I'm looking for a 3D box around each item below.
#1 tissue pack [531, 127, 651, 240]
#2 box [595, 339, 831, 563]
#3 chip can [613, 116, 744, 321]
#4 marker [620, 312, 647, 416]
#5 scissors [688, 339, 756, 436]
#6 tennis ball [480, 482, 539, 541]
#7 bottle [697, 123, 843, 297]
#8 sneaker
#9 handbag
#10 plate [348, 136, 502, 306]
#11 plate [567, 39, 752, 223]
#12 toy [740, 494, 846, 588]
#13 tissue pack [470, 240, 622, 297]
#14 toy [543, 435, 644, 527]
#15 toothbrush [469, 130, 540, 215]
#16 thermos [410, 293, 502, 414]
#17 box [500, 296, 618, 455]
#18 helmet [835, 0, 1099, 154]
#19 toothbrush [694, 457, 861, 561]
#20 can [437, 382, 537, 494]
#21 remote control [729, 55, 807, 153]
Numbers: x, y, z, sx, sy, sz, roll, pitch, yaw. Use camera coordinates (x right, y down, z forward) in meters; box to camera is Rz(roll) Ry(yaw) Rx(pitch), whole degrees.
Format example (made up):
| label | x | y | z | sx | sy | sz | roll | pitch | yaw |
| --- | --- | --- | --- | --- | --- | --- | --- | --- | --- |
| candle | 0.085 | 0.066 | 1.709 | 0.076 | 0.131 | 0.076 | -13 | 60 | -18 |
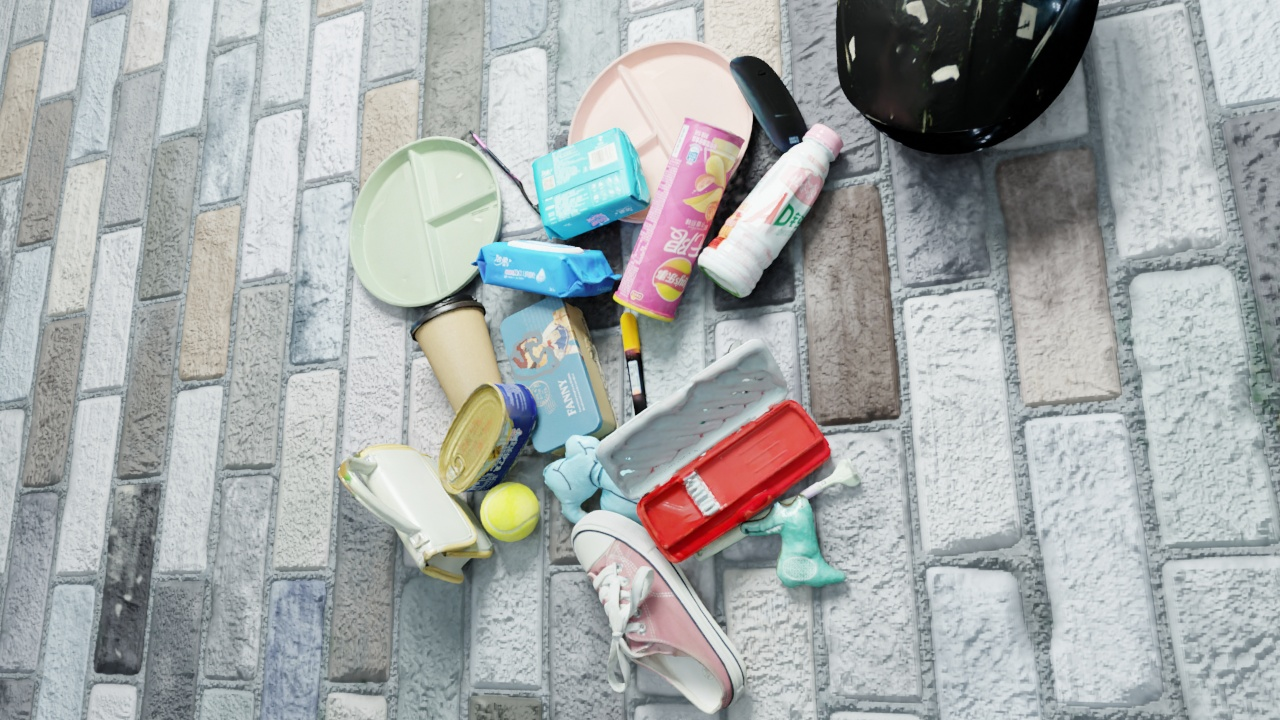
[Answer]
| label | x | y | z | sx | sy | sz | roll | pitch | yaw |
| --- | --- | --- | --- | --- | --- | --- | --- | --- | --- |
| tissue pack | -0.061 | -0.200 | 1.049 | 0.134 | 0.050 | 0.093 | -16 | 73 | 19 |
| box | 0.073 | 0.090 | 0.912 | 0.201 | 0.063 | 0.160 | -34 | 97 | -4 |
| chip can | 0.042 | -0.151 | 0.990 | 0.071 | 0.071 | 0.211 | 27 | 101 | 26 |
| marker | -0.006 | 0.006 | 1.029 | 0.018 | 0.015 | 0.123 | -13 | 75 | 21 |
| scissors | 0.101 | 0.068 | 0.967 | 0.172 | 0.019 | 0.177 | 41 | 94 | 26 |
| tennis ball | -0.145 | 0.168 | 1.020 | 0.066 | 0.065 | 0.065 | -6 | 75 | 22 |
| bottle | 0.143 | -0.162 | 0.979 | 0.068 | 0.068 | 0.197 | 37 | 89 | 26 |
| sneaker | 0.001 | 0.253 | 0.914 | 0.241 | 0.087 | 0.119 | 48 | 127 | 22 |
| handbag | -0.251 | 0.158 | 1.006 | 0.063 | 0.178 | 0.163 | -43 | 64 | 2 |
| plate | -0.275 | -0.177 | 1.179 | 0.231 | 0.027 | 0.230 | -6 | 75 | 22 |
| plate | 0.023 | -0.265 | 1.073 | 0.230 | 0.028 | 0.229 | -6 | 75 | 22 |
| toy | 0.149 | 0.180 | 0.907 | 0.096 | 0.030 | 0.092 | -9 | 85 | 16 |
| tissue pack | -0.105 | -0.107 | 1.050 | 0.157 | 0.094 | 0.052 | 12 | 104 | 24 |
| toy | -0.016 | 0.131 | 0.971 | 0.156 | 0.049 | 0.162 | 37 | 115 | 0 |
| toothbrush | -0.163 | -0.236 | 1.154 | 0.018 | 0.014 | 0.189 | -40 | 65 | -1 |
| thermos | -0.208 | -0.002 | 1.080 | 0.093 | 0.093 | 0.143 | -28 | 76 | 14 |
| box | -0.090 | 0.024 | 1.034 | 0.090 | 0.063 | 0.184 | -27 | 67 | 16 |
| helmet | 0.299 | -0.328 | 0.861 | 0.234 | 0.229 | 0.275 | 11 | 121 | 25 |
| toothbrush | 0.135 | 0.156 | 0.931 | 0.190 | 0.020 | 0.029 | -32 | 61 | 14 |
| can | -0.170 | 0.086 | 1.015 | 0.074 | 0.049 | 0.148 | 53 | 123 | 32 |
| remote control | 0.144 | -0.288 | 1.013 | 0.053 | 0.024 | 0.136 | -21 | 74 | -23 |
